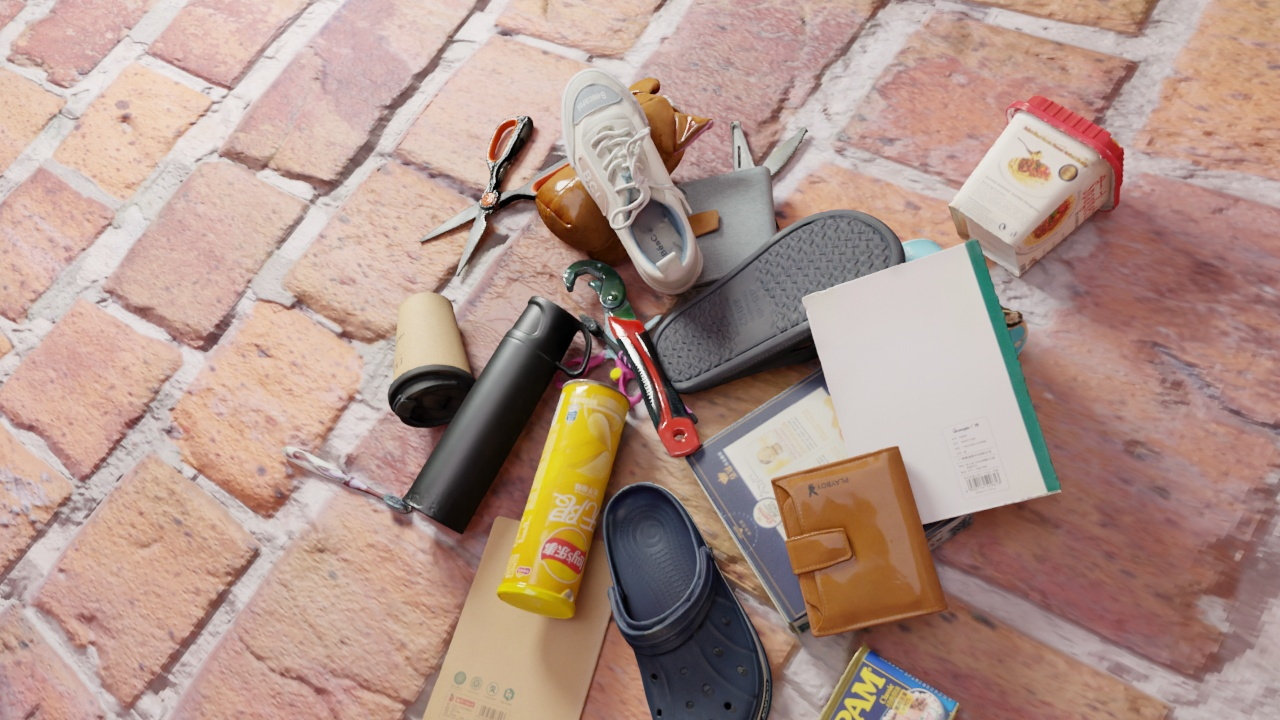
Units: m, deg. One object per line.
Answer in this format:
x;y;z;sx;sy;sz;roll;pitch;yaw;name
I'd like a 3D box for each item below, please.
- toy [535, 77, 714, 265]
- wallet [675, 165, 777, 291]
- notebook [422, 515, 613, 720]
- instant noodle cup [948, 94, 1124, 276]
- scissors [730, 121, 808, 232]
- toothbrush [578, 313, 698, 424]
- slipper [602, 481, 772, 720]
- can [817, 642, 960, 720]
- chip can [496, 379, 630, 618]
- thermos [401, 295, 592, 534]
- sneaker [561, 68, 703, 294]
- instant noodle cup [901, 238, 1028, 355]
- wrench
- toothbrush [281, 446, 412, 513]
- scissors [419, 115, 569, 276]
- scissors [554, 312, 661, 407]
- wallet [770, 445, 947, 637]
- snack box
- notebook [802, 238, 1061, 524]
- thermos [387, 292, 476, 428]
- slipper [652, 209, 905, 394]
-0.016;-0.202;0.985;0.140;0.130;0.200;42;104;29;toy
0.086;-0.137;0.943;0.107;0.037;0.129;-9;61;13;wallet
-0.104;0.256;0.843;0.148;0.008;0.207;9;67;22;notebook
0.358;-0.155;0.842;0.124;0.116;0.116;-49;59;5;instant noodle cup
0.109;-0.169;0.981;0.223;0.015;0.189;-40;59;-3;scissors
-0.005;0.005;0.911;0.014;0.018;0.189;-48;54;0;toothbrush
0.032;0.211;0.768;0.105;0.095;0.252;-25;60;9;slipper
0.184;0.284;0.703;0.083;0.057;0.102;27;76;26;can
-0.069;0.125;0.852;0.072;0.072;0.212;4;61;20;chip can
-0.135;0.056;0.915;0.090;0.068;0.242;27;78;17;thermos
-0.015;-0.177;0.884;0.089;0.090;0.242;-27;85;7;sneaker
0.264;-0.044;0.820;0.111;0.111;0.120;-26;51;4;instant noodle cup
-0.008;-0.012;0.906;0.056;0.016;0.273;-24;53;-8;wrench
-0.317;0.125;0.975;0.188;0.017;0.016;19;71;25;toothbrush
-0.162;-0.203;1.091;0.221;0.022;0.231;-11;60;19;scissors
-0.034;-0.004;0.948;0.135;0.017;0.133;-19;55;11;scissors
0.170;0.143;0.726;0.108;0.031;0.131;-16;76;14;wallet
0.160;0.111;0.804;0.182;0.046;0.178;-33;59;1;snack box
0.229;0.023;0.740;0.151;0.012;0.209;-19;76;23;notebook
-0.222;-0.001;0.970;0.093;0.093;0.143;-22;52;7;thermos
0.132;-0.047;0.872;0.269;0.083;0.110;-30;60;29;slipper
